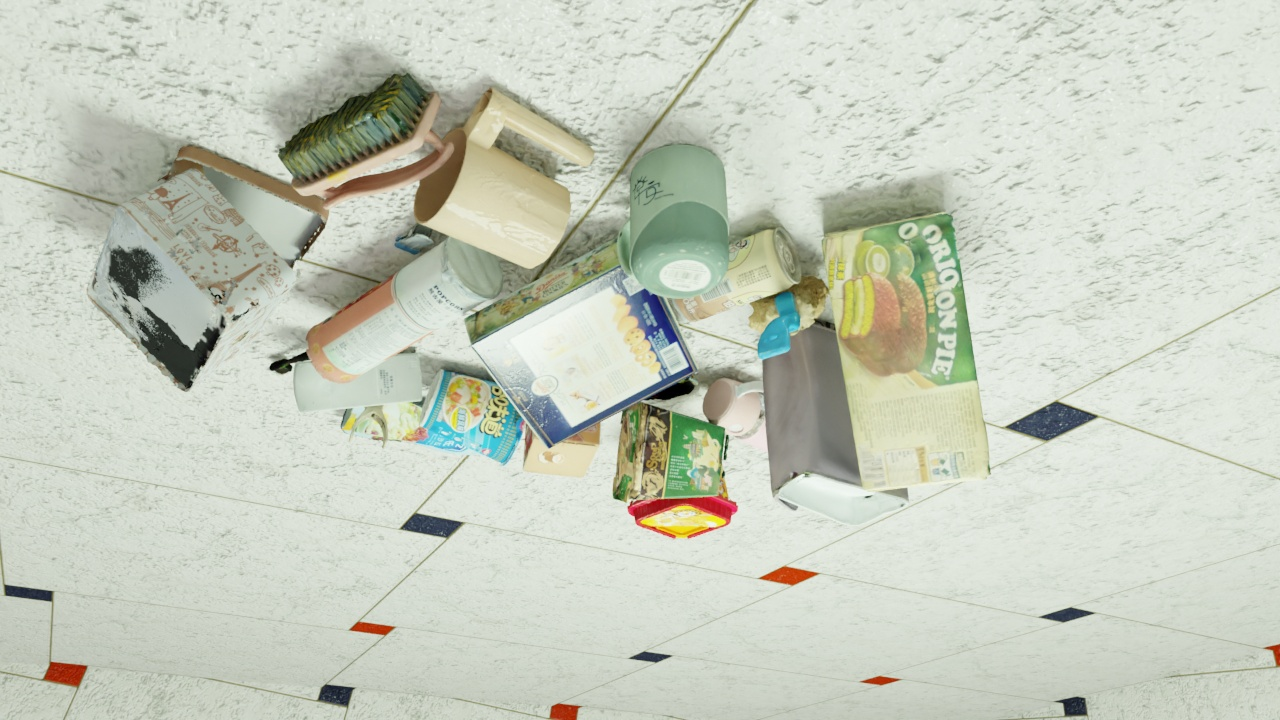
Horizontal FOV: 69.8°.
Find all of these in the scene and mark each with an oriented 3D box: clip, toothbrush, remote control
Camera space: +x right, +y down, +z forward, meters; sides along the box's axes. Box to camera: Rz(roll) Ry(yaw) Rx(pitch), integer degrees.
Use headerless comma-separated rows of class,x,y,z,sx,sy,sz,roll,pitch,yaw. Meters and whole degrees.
clip,-0.311,0.048,1.039,0.076,0.103,0.035,23,145,-15
clip,-0.208,-0.115,0.853,0.024,0.027,0.057,24,151,-30
toothbrush,-0.328,-0.017,1.003,0.213,0.026,0.027,-17,147,26
remote control,-0.310,0.024,1.010,0.135,0.056,0.019,-6,-175,-24

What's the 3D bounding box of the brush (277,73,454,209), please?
brush,-0.220,-0.163,0.726,0.146,0.063,0.073,-17,134,27

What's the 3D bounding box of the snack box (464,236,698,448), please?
snack box,-0.053,-0.014,0.906,0.182,0.045,0.178,-27,136,1

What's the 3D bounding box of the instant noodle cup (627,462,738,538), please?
instant noodle cup,0.053,0.151,1.181,0.116,0.123,0.116,27,140,-37

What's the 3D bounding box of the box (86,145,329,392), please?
box,-0.383,-0.093,0.828,0.148,0.157,0.182,50,137,-8

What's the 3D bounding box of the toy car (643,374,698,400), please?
toy car,-0.006,0.006,1.022,0.155,0.041,0.071,23,142,-34

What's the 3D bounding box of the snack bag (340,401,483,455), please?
snack bag,-0.272,0.082,1.155,0.190,0.038,0.111,15,135,-24

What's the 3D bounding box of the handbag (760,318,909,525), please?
handbag,0.194,0.060,0.962,0.145,0.196,0.099,22,142,-31

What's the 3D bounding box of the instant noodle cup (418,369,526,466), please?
instant noodle cup,-0.195,0.060,1.073,0.110,0.099,0.099,22,143,-17

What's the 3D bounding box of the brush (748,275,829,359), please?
brush,0.126,-0.036,0.811,0.083,0.046,0.254,-17,-173,15

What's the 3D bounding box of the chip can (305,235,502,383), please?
chip can,-0.234,-0.047,0.893,0.215,0.071,0.071,-26,140,30

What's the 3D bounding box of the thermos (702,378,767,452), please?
thermos,0.167,0.075,1.114,0.198,0.067,0.087,28,135,-35

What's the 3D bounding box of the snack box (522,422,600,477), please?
snack box,-0.093,0.075,1.085,0.077,0.094,0.093,8,148,-12

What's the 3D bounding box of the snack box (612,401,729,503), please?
snack box,0.034,0.110,1.056,0.105,0.118,0.118,9,174,-13

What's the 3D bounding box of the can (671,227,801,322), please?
can,0.088,-0.080,0.865,0.116,0.058,0.058,-19,144,28

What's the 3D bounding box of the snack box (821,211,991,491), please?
snack box,0.239,-0.007,0.832,0.115,0.240,0.063,-10,-173,15

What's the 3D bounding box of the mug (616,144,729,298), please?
mug,0.022,-0.108,0.775,0.112,0.106,0.082,-26,141,37

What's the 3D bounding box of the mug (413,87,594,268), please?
mug,-0.110,-0.146,0.752,0.103,0.084,0.125,23,116,-35
